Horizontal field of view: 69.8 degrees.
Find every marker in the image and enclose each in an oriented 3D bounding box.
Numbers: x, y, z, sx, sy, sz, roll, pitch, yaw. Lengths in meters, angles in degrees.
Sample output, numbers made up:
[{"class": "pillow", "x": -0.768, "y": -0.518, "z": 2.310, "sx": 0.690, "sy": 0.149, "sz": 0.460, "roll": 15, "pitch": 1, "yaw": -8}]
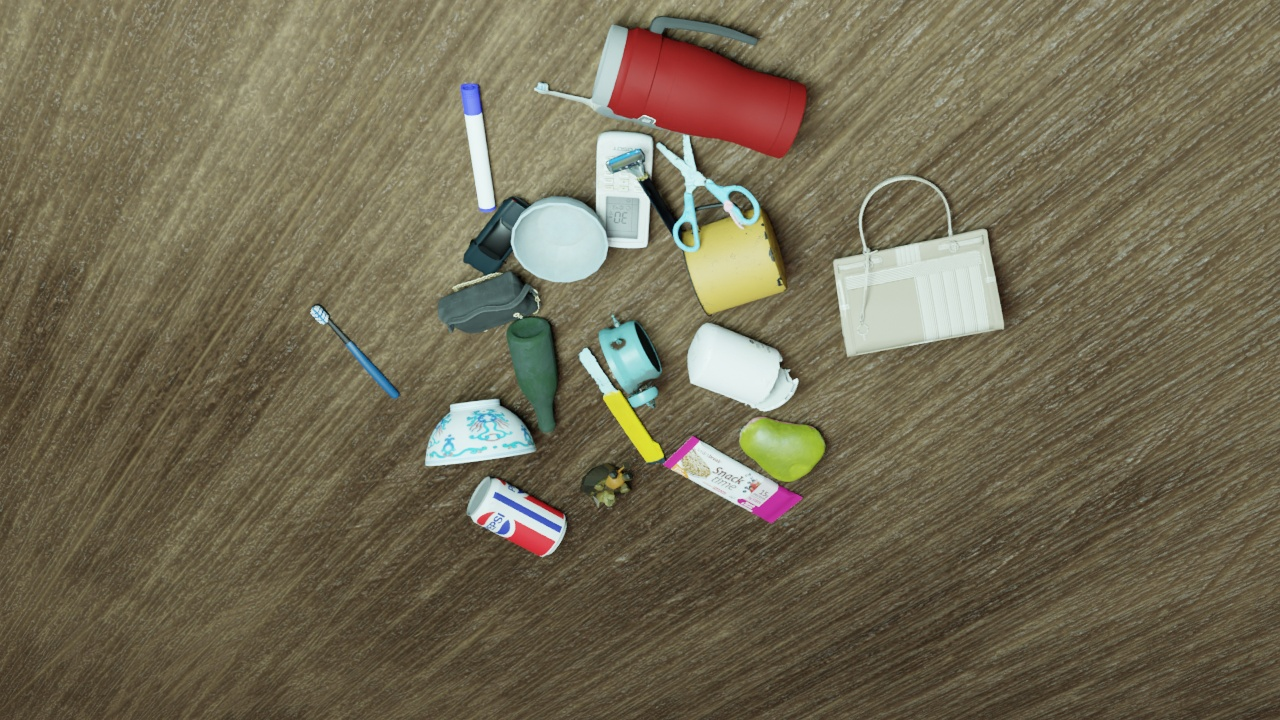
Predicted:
[{"class": "marker", "x": -0.176, "y": -0.229, "z": 0.996, "sx": 0.020, "sy": 0.020, "sz": 0.142, "roll": 1, "pitch": 129, "yaw": 4}]

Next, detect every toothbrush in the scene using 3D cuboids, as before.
[{"class": "toothbrush", "x": -0.368, "y": -0.009, "z": 1.191, "sx": 0.014, "sy": 0.014, "sz": 0.168, "roll": -28, "pitch": 121, "yaw": 11}, {"class": "toothbrush", "x": -0.019, "y": -0.262, "z": 0.955, "sx": 0.185, "sy": 0.022, "sz": 0.024, "roll": 12, "pitch": 123, "yaw": -3}]

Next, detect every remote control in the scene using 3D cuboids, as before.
[{"class": "remote control", "x": -0.018, "y": -0.186, "z": 1.010, "sx": 0.060, "sy": 0.025, "sz": 0.139, "roll": 4, "pitch": 129, "yaw": 2}]

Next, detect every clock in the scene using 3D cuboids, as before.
[{"class": "clock", "x": -0.007, "y": 0.007, "z": 1.125, "sx": 0.053, "sy": 0.090, "sz": 0.124, "roll": -26, "pitch": 122, "yaw": 11}]

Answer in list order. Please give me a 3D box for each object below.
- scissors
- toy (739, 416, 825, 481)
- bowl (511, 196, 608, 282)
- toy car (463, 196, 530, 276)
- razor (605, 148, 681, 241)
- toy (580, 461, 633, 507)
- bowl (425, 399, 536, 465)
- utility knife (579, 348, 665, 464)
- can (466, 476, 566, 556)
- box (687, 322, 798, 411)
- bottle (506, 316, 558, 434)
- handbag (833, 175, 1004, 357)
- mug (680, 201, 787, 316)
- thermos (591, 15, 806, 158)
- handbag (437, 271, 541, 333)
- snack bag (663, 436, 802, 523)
[{"class": "scissors", "x": 0.053, "y": -0.174, "z": 0.973, "sx": 0.141, "sy": 0.015, "sz": 0.111, "roll": 44, "pitch": 100, "yaw": 13}, {"class": "toy", "x": 0.184, "y": 0.112, "z": 1.215, "sx": 0.110, "sy": 0.051, "sz": 0.090, "roll": 28, "pitch": 123, "yaw": -13}, {"class": "bowl", "x": -0.088, "y": -0.140, "z": 1.018, "sx": 0.106, "sy": 0.039, "sz": 0.106, "roll": 1, "pitch": 133, "yaw": 1}, {"class": "toy car", "x": -0.162, "y": -0.141, "z": 1.054, "sx": 0.046, "sy": 0.034, "sz": 0.112, "roll": 33, "pitch": 124, "yaw": -20}, {"class": "razor", "x": 0.013, "y": -0.177, "z": 0.990, "sx": 0.043, "sy": 0.022, "sz": 0.144, "roll": -14, "pitch": 144, "yaw": 22}, {"class": "toy", "x": -0.040, "y": 0.168, "z": 1.269, "sx": 0.076, "sy": 0.062, "sz": 0.100, "roll": 10, "pitch": 150, "yaw": -25}, {"class": "bowl", "x": -0.213, "y": 0.091, "z": 1.204, "sx": 0.144, "sy": 0.144, "sz": 0.074, "roll": -8, "pitch": 88, "yaw": 11}, {"class": "utility knife", "x": -0.023, "y": 0.065, "z": 1.217, "sx": 0.030, "sy": 0.019, "sz": 0.224, "roll": -22, "pitch": 128, "yaw": 14}, {"class": "can", "x": -0.178, "y": 0.225, "z": 1.325, "sx": 0.132, "sy": 0.070, "sz": 0.070, "roll": 32, "pitch": 124, "yaw": -19}, {"class": "box", "x": 0.126, "y": 0.014, "z": 1.127, "sx": 0.143, "sy": 0.080, "sz": 0.089, "roll": 19, "pitch": 112, "yaw": -11}, {"class": "bottle", "x": -0.130, "y": 0.027, "z": 1.174, "sx": 0.055, "sy": 0.055, "sz": 0.174, "roll": -1, "pitch": 130, "yaw": 6}, {"class": "handbag", "x": 0.304, "y": -0.114, "z": 1.032, "sx": 0.176, "sy": 0.062, "sz": 0.198, "roll": -11, "pitch": 118, "yaw": 13}, {"class": "mug", "x": 0.102, "y": -0.120, "z": 1.008, "sx": 0.094, "sy": 0.100, "sz": 0.124, "roll": -17, "pitch": 118, "yaw": 15}, {"class": "thermos", "x": 0.060, "y": -0.275, "z": 0.902, "sx": 0.198, "sy": 0.084, "sz": 0.108, "roll": 14, "pitch": 109, "yaw": -9}, {"class": "handbag", "x": -0.180, "y": -0.062, "z": 1.101, "sx": 0.129, "sy": 0.054, "sz": 0.079, "roll": -18, "pitch": 155, "yaw": 20}, {"class": "snack bag", "x": 0.131, "y": 0.170, "z": 1.286, "sx": 0.196, "sy": 0.016, "sz": 0.070, "roll": 31, "pitch": 123, "yaw": -19}]
